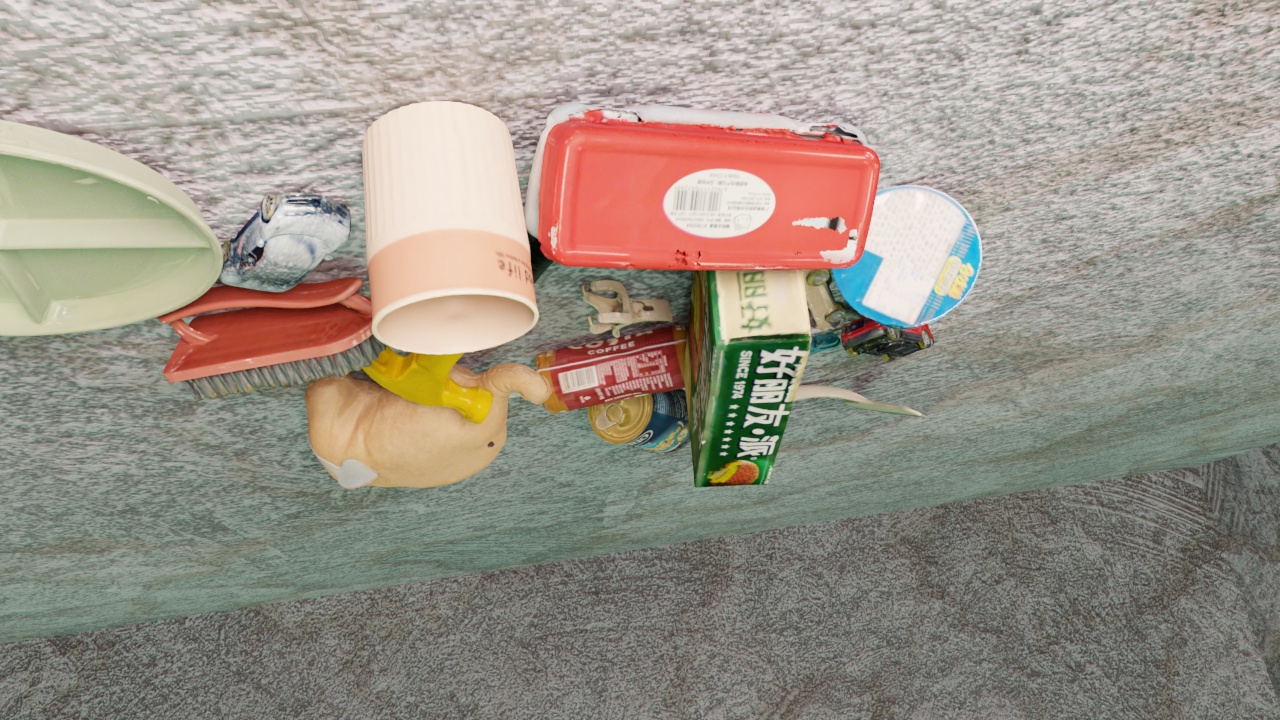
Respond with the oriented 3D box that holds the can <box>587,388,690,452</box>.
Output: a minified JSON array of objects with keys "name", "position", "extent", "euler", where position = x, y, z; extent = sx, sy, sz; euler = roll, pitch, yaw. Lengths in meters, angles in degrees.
[{"name":"can","position":[0.005,0.056,0.968],"extent":[0.075,0.075,0.111],"euler":[-18,162,26]}]

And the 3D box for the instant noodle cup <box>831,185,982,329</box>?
[{"name":"instant noodle cup","position":[0.192,-0.065,0.668],"extent":[0.099,0.099,0.110],"euler":[-14,170,14]}]

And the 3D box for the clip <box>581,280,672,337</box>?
[{"name":"clip","position":[-0.021,-0.038,0.734],"extent":[0.064,0.034,0.098],"euler":[-17,170,20]}]

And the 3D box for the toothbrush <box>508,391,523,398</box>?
[{"name":"toothbrush","position":[-0.080,0.021,0.894],"extent":[0.225,0.027,0.026],"euler":[-14,130,13]}]

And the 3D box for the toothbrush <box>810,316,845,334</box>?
[{"name":"toothbrush","position":[0.110,-0.014,0.899],"extent":[0.190,0.029,0.021],"euler":[-19,-159,25]}]

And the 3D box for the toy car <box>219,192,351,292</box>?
[{"name":"toy car","position":[-0.211,-0.066,0.542],"extent":[0.048,0.031,0.106],"euler":[6,156,-43]}]

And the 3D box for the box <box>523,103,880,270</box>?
[{"name":"box","position":[0.036,-0.099,0.514],"extent":[0.201,0.091,0.068],"euler":[-2,-159,-24]}]

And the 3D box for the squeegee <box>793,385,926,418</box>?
[{"name":"squeegee","position":[0.179,0.050,1.106],"extent":[0.246,0.039,0.246],"euler":[-2,180,-3]}]

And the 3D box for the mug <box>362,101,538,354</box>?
[{"name":"mug","position":[-0.101,-0.061,0.486],"extent":[0.081,0.105,0.115],"euler":[-6,163,-10]}]

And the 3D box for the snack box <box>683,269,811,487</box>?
[{"name":"snack box","position":[0.071,-0.002,0.672],"extent":[0.063,0.114,0.240],"euler":[-3,151,-2]}]

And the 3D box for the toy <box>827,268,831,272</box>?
[{"name":"toy","position":[0.108,-0.068,0.706],"extent":[0.092,0.030,0.097],"euler":[-8,154,-12]}]

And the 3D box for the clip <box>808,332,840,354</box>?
[{"name":"clip","position":[0.176,-0.015,0.936],"extent":[0.056,0.014,0.041],"euler":[-14,163,19]}]

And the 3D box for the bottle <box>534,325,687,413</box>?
[{"name":"bottle","position":[-0.005,0.005,0.829],"extent":[0.175,0.057,0.057],"euler":[-11,163,6]}]

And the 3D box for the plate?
[{"name":"plate","position":[-0.345,-0.064,0.483],"extent":[0.230,0.027,0.230],"euler":[-9,162,-3]}]

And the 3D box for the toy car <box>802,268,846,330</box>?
[{"name":"toy car","position":[0.122,-0.057,0.665],"extent":[0.035,0.042,0.090],"euler":[-22,143,10]}]

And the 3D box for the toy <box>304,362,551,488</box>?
[{"name":"toy","position":[-0.182,0.053,0.816],"extent":[0.226,0.082,0.143],"euler":[-11,134,6]}]

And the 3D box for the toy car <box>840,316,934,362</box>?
[{"name":"toy car","position":[0.234,-0.027,0.873],"extent":[0.053,0.045,0.120],"euler":[-25,162,37]}]

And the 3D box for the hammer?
[{"name":"hammer","position":[-0.108,-0.039,0.633],"extent":[0.128,0.032,0.302],"euler":[24,143,-24]}]

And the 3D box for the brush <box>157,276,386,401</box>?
[{"name":"brush","position":[-0.245,-0.021,0.619],"extent":[0.146,0.063,0.069],"euler":[-8,130,5]}]
